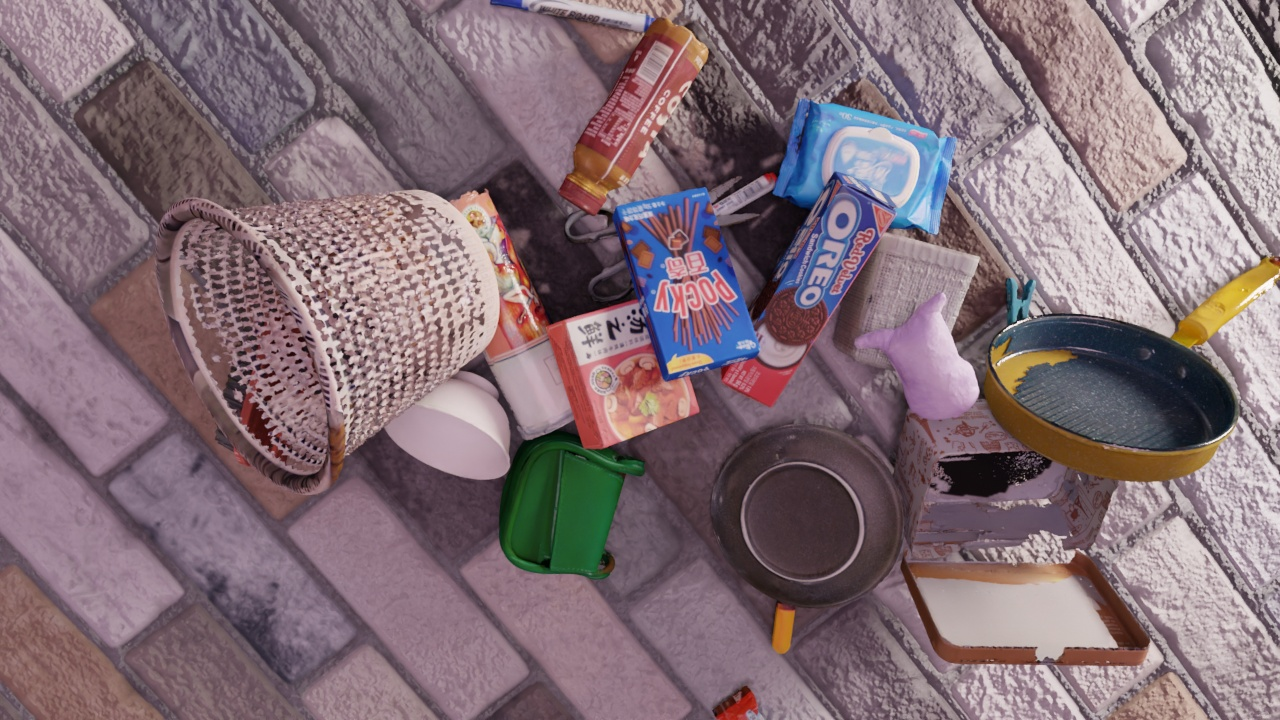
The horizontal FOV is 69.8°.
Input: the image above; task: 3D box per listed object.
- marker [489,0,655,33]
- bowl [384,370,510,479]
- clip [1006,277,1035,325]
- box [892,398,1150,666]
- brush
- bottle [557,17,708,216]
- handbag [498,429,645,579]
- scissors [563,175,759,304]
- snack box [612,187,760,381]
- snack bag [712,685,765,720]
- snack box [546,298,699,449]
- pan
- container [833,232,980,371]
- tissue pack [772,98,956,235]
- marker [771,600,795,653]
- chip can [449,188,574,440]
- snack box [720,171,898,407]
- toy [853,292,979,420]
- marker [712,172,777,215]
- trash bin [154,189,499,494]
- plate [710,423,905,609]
[{"bbox_3d":[-0.059,-0.309,0.809,0.146,0.017,0.017,9,97,-4],"label":"marker"},{"bbox_3d":[-0.162,0.049,0.818,0.118,0.119,0.064,22,57,-6],"label":"bowl"},{"bbox_3d":[0.357,-0.051,0.867,0.049,0.015,0.057,2,96,-6],"label":"clip"},{"bbox_3d":[0.327,0.148,0.790,0.183,0.192,0.157,-2,123,-3],"label":"box"},{"bbox_3d":[-0.326,0.027,0.814,0.069,0.063,0.146,20,97,8],"label":"brush"},{"bbox_3d":[-0.010,-0.210,0.803,0.057,0.057,0.175,33,94,-7],"label":"bottle"},{"bbox_3d":[-0.067,0.134,0.846,0.120,0.068,0.131,16,95,-13],"label":"handbag"},{"bbox_3d":[0.012,-0.115,0.826,0.170,0.014,0.159,23,83,8],"label":"scissors"},{"bbox_3d":[0.038,-0.067,0.788,0.084,0.026,0.157,-15,78,-13],"label":"snack box"},{"bbox_3d":[0.117,0.373,0.902,0.048,0.026,0.104,-37,99,8],"label":"snack bag"},{"bbox_3d":[-0.005,0.005,0.806,0.126,0.044,0.113,-19,92,-30],"label":"snack box"},{"bbox_3d":[0.466,-0.012,0.816,0.356,0.198,0.078,-20,131,-26],"label":"pan"},{"bbox_3d":[0.232,-0.051,0.824,0.090,0.090,0.114,14,100,-5],"label":"container"},{"bbox_3d":[0.205,-0.172,0.823,0.157,0.052,0.095,13,97,-5],"label":"tissue pack"},{"bbox_3d":[0.143,0.223,0.891,0.018,0.015,0.124,6,94,-6],"label":"marker"},{"bbox_3d":[-0.120,-0.040,0.813,0.071,0.071,0.215,-26,97,0],"label":"chip can"},{"bbox_3d":[0.143,-0.062,0.806,0.057,0.058,0.208,27,112,-6],"label":"snack box"},{"bbox_3d":[0.240,0.006,0.774,0.084,0.038,0.108,-28,108,22],"label":"toy"},{"bbox_3d":[0.061,-0.130,0.839,0.145,0.017,0.017,-30,98,1],"label":"marker"},{"bbox_3d":[-0.227,-0.039,0.716,0.191,0.228,0.227,-31,101,-43],"label":"trash bin"},{"bbox_3d":[0.150,0.147,0.845,0.180,0.024,0.179,3,99,19],"label":"plate"}]
